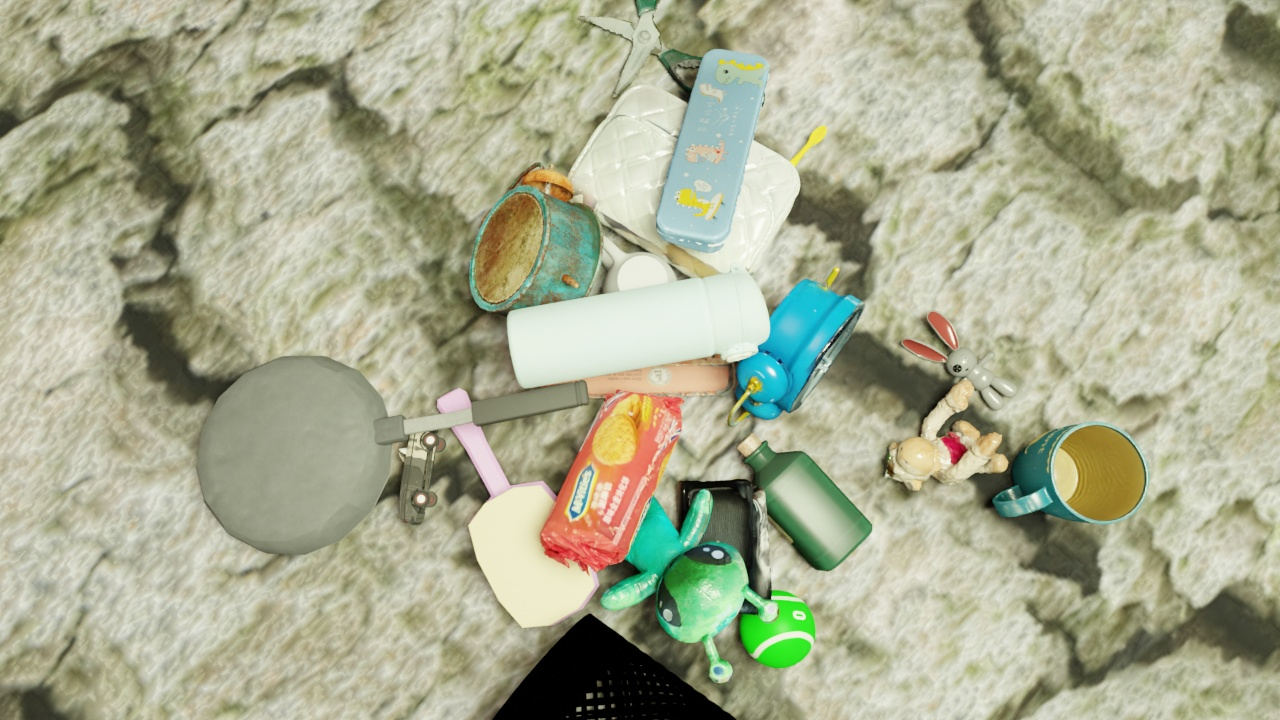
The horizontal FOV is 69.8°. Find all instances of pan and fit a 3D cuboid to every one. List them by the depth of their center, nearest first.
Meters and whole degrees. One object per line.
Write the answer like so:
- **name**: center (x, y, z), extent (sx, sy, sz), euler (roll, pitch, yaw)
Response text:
- **pan**: center (-0.219, 0.060, 0.783), extent (0.357, 0.041, 0.178), euler (-11, 75, 7)

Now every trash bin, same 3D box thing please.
- **trash bin**: center (-0.009, 0.319, 0.727), extent (0.199, 0.195, 0.195), euler (39, 82, 13)

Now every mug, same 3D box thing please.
- **mug**: center (0.363, 0.106, 0.803), extent (0.112, 0.104, 0.084), euler (-26, 83, -3)
- **mug**: center (-0.011, -0.075, 0.823), extent (0.071, 0.089, 0.107), euler (-39, 85, -7)

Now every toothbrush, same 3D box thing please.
- **toothbrush**: center (0.133, -0.174, 0.881), extent (0.021, 0.016, 0.135), euler (42, 87, 2)

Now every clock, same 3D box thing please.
- **clock**: center (0.132, -0.002, 0.806), extent (0.060, 0.117, 0.161), euler (37, 77, 14)
- **clock**: center (-0.092, -0.104, 0.815), extent (0.073, 0.122, 0.157), euler (18, 50, -41)

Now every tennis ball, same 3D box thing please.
- **tennis ball**: center (0.119, 0.232, 0.794), extent (0.065, 0.065, 0.065), euler (0, 81, -2)

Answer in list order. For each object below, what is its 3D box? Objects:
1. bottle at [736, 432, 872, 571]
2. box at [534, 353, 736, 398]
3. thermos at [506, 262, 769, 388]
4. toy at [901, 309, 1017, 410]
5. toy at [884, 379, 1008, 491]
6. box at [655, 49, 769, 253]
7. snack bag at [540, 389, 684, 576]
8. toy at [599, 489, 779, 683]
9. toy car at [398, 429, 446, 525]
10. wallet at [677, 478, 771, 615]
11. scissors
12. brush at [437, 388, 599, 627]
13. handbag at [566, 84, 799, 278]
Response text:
- **bottle**: center (0.136, 0.119, 0.814), extent (0.061, 0.061, 0.131), euler (-42, 85, -10)
- **box**: center (-0.005, 0.003, 0.833), extent (0.187, 0.085, 0.048), euler (-2, 53, 0)
- **thermos**: center (-0.001, -0.026, 0.745), extent (0.207, 0.065, 0.078), euler (-10, 76, -1)
- **toy**: center (0.299, 0.002, 0.853), extent (0.111, 0.030, 0.049), euler (40, 111, 1)
- **toy**: center (0.266, 0.077, 0.827), extent (0.106, 0.074, 0.085), euler (-26, 50, 14)
- **box**: center (0.064, -0.188, 0.791), extent (0.066, 0.037, 0.209), euler (15, 63, 2)
- **snack bag**: center (-0.024, 0.102, 0.781), extent (0.082, 0.082, 0.176), euler (25, 60, 2)
- **toy**: center (0.031, 0.175, 0.773), extent (0.130, 0.072, 0.193), euler (-45, 47, -8)
- **toy car**: center (-0.199, 0.099, 0.815), extent (0.037, 0.040, 0.092), euler (7, 81, 0)
- **wallet**: center (0.072, 0.161, 0.799), extent (0.026, 0.089, 0.115), euler (6, 80, -44)
- **scissors**: center (0.046, -0.330, 0.902), extent (0.202, 0.015, 0.201), euler (24, 81, 0)
- **brush**: center (-0.119, 0.126, 0.813), extent (0.089, 0.043, 0.228), euler (-29, 84, -6)
- **handbag**: center (0.039, -0.159, 0.839), extent (0.195, 0.072, 0.138), euler (31, 84, 8)
